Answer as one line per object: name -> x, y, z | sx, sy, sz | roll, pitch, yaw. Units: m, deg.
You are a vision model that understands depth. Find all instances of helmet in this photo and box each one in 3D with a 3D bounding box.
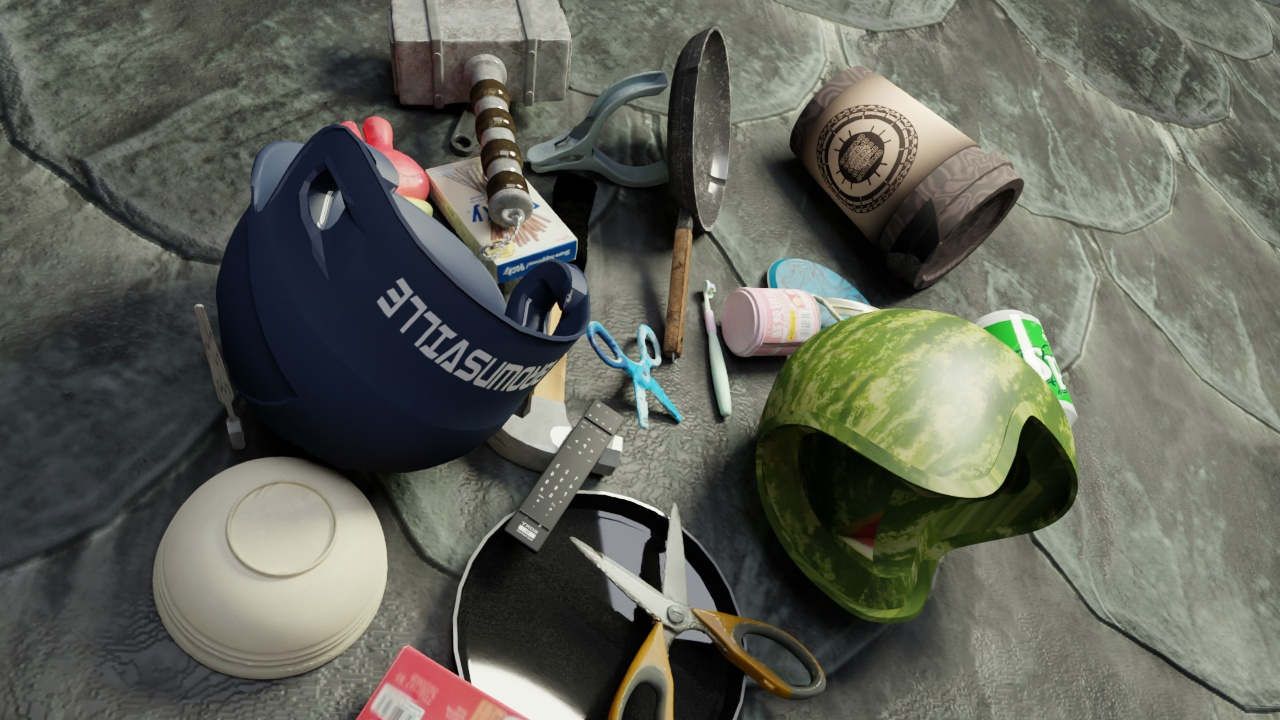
helmet -> -0.187, -0.045, 0.658 | 0.232, 0.224, 0.272 | 28, 32, -45
helmet -> 0.226, 0.067, 0.777 | 0.246, 0.214, 0.243 | -22, 49, -32

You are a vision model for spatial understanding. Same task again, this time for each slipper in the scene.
slipper -> 0.245, -0.004, 0.944 | 0.118, 0.060, 0.294 | -18, 66, -38

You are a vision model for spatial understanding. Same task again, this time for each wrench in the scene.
wrench -> -0.161, -0.314, 0.995 | 0.073, 0.018, 0.272 | 20, 52, -11

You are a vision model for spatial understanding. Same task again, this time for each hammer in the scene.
hammer -> -0.136, -0.222, 0.861 | 0.176, 0.080, 0.325 | -5, 53, -14
hammer -> -0.074, -0.049, 0.834 | 0.131, 0.039, 0.327 | 15, 51, -14

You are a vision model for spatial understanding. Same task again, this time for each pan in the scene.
pan -> -0.026, 0.258, 0.638 | 0.225, 0.034, 0.355 | 11, 53, -19
pan -> 0.048, -0.165, 0.921 | 0.040, 0.208, 0.356 | 6, 70, 15

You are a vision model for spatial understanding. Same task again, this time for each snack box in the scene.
snack box -> -0.130, -0.134, 0.844 | 0.081, 0.026, 0.150 | -22, 54, -27
snack box -> -0.117, 0.251, 0.575 | 0.133, 0.021, 0.089 | 27, 65, 10

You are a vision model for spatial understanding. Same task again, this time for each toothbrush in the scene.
toothbrush -> 0.074, -0.013, 0.893 | 0.015, 0.022, 0.154 | -12, 57, 10
toothbrush -> -0.271, 0.017, 0.594 | 0.010, 0.182, 0.010 | -11, 65, -21

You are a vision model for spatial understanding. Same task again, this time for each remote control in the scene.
remote control -> -0.057, 0.087, 0.712 | 0.030, 0.009, 0.139 | 34, 55, 0

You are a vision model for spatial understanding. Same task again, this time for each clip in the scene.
clip -> -0.013, -0.226, 0.946 | 0.165, 0.165, 0.032 | 17, 45, -38

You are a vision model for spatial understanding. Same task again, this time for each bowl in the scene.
bowl -> -0.238, 0.124, 0.604 | 0.150, 0.076, 0.150 | 13, 53, -17

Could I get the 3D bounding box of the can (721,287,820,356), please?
can -> 0.127, -0.038, 0.903 | 0.076, 0.067, 0.067 | -1, 58, -27

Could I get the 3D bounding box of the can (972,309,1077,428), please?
can -> 0.401, 0.022, 0.981 | 0.087, 0.088, 0.139 | 9, 54, -21

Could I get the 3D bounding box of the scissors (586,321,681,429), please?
scissors -> -0.005, 0.004, 0.811 | 0.140, 0.011, 0.133 | 42, 32, -36

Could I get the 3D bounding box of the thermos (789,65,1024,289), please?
thermos -> 0.295, -0.218, 1.057 | 0.172, 0.173, 0.226 | -24, 64, -37

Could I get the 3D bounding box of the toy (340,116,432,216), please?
toy -> -0.237, -0.163, 0.829 | 0.091, 0.045, 0.135 | -6, 66, -32

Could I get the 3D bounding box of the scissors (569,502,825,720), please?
scissors -> 0.031, 0.211, 0.668 | 0.225, 0.016, 0.229 | 33, 47, -1
